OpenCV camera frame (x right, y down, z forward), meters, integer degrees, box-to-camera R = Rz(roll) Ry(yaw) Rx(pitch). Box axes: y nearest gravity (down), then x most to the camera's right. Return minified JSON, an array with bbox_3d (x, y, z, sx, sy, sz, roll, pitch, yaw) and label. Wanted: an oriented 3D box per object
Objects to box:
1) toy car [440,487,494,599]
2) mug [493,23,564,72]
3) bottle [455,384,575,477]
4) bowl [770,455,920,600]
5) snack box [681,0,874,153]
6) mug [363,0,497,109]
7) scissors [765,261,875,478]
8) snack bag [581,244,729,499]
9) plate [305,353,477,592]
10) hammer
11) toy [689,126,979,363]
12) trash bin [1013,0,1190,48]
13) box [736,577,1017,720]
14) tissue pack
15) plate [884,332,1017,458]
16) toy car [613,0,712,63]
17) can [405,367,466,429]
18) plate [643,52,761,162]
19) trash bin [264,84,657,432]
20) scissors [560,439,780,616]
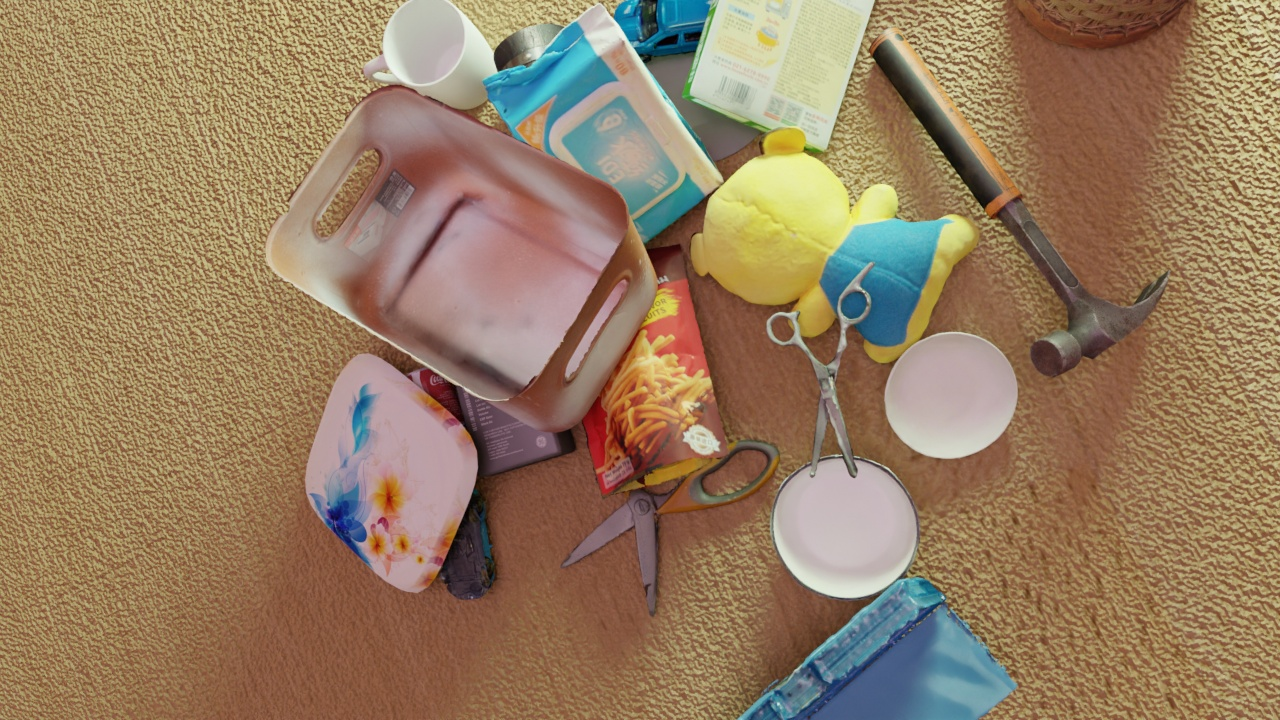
[{"bbox_3d":[-0.162,0.167,0.848,0.048,0.032,0.105,-9,91,13],"label":"toy car"},{"bbox_3d":[-0.063,-0.237,0.820,0.115,0.080,0.107,-18,82,-5],"label":"mug"},{"bbox_3d":[-0.125,0.011,0.837,0.084,0.046,0.174,-17,84,13],"label":"bottle"},{"bbox_3d":[0.166,0.132,0.748,0.116,0.065,0.116,-1,87,14],"label":"bowl"},{"bbox_3d":[0.120,-0.275,0.764,0.132,0.027,0.168,17,93,-18],"label":"snack box"},{"bbox_3d":[-0.194,-0.273,0.844,0.114,0.087,0.081,-12,85,14],"label":"mug"},{"bbox_3d":[0.155,0.009,0.708,0.147,0.014,0.141,-43,69,23],"label":"scissors"},{"bbox_3d":[-0.005,0.005,0.800,0.139,0.066,0.207,-20,69,14],"label":"snack bag"},{"bbox_3d":[-0.237,0.104,0.841,0.187,0.016,0.187,35,112,24],"label":"plate"},{"bbox_3d":[0.288,-0.145,0.730,0.137,0.035,0.314,-22,72,-20],"label":"hammer"},{"bbox_3d":[0.151,-0.095,0.753,0.214,0.084,0.149,29,93,11],"label":"toy"},{"bbox_3d":[0.349,-0.330,0.645,0.151,0.210,0.151,-1,88,15],"label":"trash bin"},{"bbox_3d":[0.163,0.282,0.708,0.232,0.094,0.112,-46,60,14],"label":"box"},{"bbox_3d":[-0.024,-0.182,0.747,0.117,0.209,0.066,-35,45,11],"label":"tissue pack"},{"bbox_3d":[0.249,0.026,0.744,0.104,0.026,0.104,1,103,4],"label":"plate"},{"bbox_3d":[0.033,-0.296,0.796,0.120,0.043,0.056,-3,87,15],"label":"toy car"},{"bbox_3d":[-0.189,0.057,0.848,0.054,0.054,0.096,-25,82,12],"label":"can"},{"bbox_3d":[0.044,-0.264,0.822,0.178,0.012,0.178,-1,88,14],"label":"plate"},{"bbox_3d":[-0.130,-0.073,0.741,0.260,0.157,0.181,28,81,20],"label":"trash bin"},{"bbox_3d":[0.018,0.110,0.812,0.229,0.016,0.225,-11,85,14],"label":"scissors"}]
